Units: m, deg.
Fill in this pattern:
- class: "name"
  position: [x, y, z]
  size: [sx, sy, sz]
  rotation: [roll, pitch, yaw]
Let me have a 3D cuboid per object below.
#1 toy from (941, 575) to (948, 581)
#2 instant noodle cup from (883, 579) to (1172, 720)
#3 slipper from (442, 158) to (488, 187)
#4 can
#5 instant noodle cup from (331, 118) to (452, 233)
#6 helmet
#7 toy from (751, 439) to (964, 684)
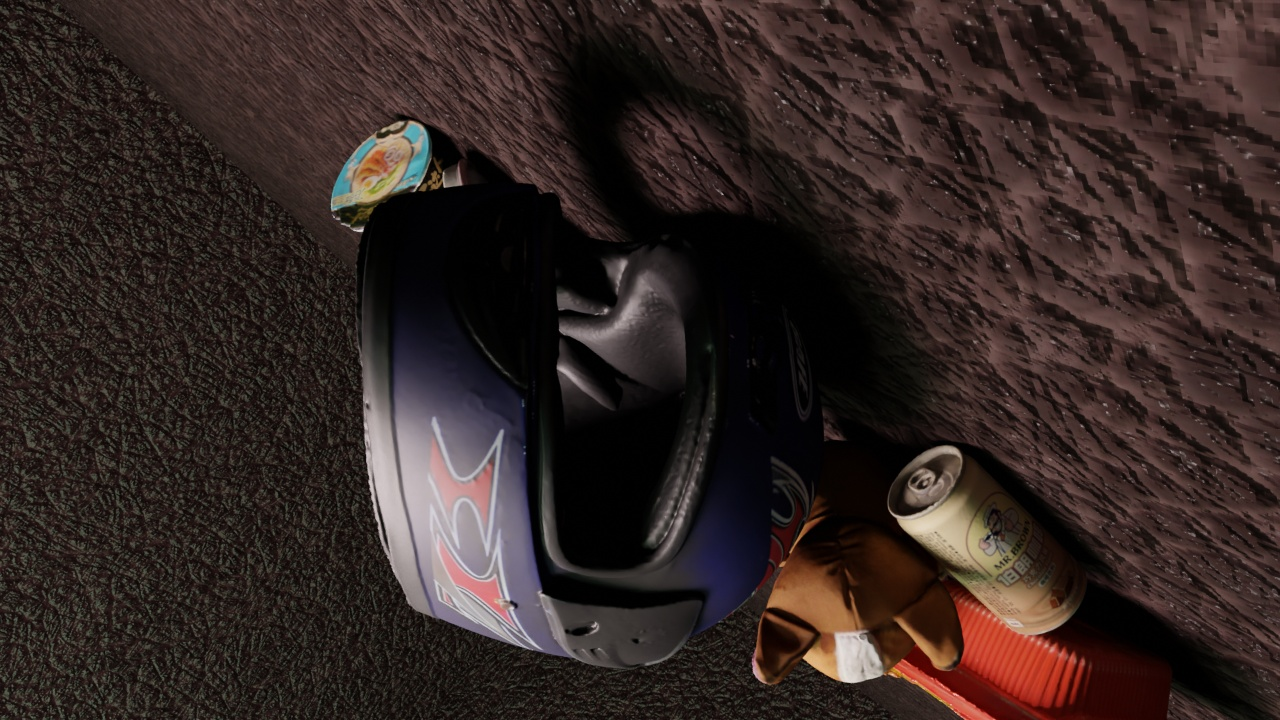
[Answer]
- class: "toy"
  position: [0.225, 0.165, 0.753]
  size: [0.108, 0.039, 0.084]
  rotation: [50, -176, -39]
- class: "instant noodle cup"
  position: [0.262, 0.207, 0.612]
  size: [0.164, 0.079, 0.189]
  rotation: [16, -178, -32]
- class: "slipper"
  position: [-0.090, -0.038, 0.736]
  size: [0.114, 0.054, 0.274]
  rotation: [28, -139, -80]
- class: "can"
  position: [0.206, 0.107, 0.546]
  size: [0.116, 0.058, 0.058]
  rotation: [42, 169, -13]
- class: "instant noodle cup"
  position: [-0.187, -0.132, 0.809]
  size: [0.111, 0.111, 0.120]
  rotation: [30, 174, 41]
- class: "helmet"
  position: [-0.015, 0.036, 0.529]
  size: [0.240, 0.246, 0.316]
  rotation: [-2, 147, -4]
- class: "toy"
  position: [0.134, 0.140, 0.600]
  size: [0.199, 0.140, 0.130]
  rotation: [-73, -35, -72]
